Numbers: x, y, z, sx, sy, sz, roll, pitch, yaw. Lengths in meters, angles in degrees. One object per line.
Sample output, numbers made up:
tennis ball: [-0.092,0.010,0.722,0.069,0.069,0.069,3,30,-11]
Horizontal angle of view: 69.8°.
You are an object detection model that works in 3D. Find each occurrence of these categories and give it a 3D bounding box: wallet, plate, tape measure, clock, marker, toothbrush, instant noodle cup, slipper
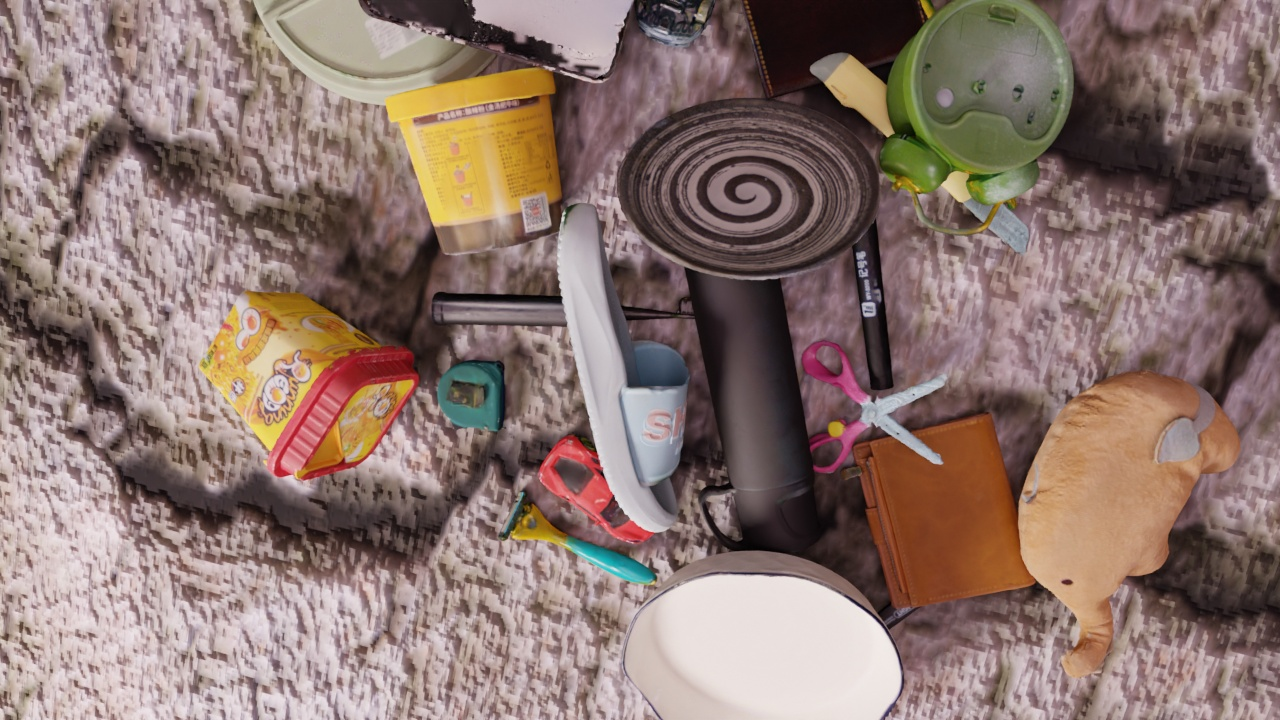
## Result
wallet: [0.220,0.115,0.690,0.119,0.035,0.130,-14,87,13]
plate: [0.091,0.222,0.697,0.205,0.045,0.205,5,123,7]
tape measure: [-0.134,0.028,0.733,0.054,0.025,0.058,3,99,6]
plate: [-0.192,-0.309,0.681,0.230,0.027,0.230,1,100,8]
clock: [0.222,-0.166,0.621,0.116,0.056,0.161,7,93,-11]
wallet: [0.136,-0.250,0.654,0.122,0.020,0.096,-15,97,7]
marker: [0.220,0.182,0.718,0.124,0.015,0.018,-42,90,12]
toothbrush: [-0.055,-0.039,0.711,0.213,0.026,0.027,1,98,4]
plate: [0.073,-0.118,0.634,0.179,0.179,0.024,-1,144,1]
instant noodle cup: [-0.258,0.012,0.708,0.123,0.116,0.116,39,103,12]
instant noodle cup: [-0.110,-0.142,0.658,0.118,0.118,0.114,-9,106,9]
slipper: [-0.004,0.004,0.663,0.074,0.104,0.245,-13,108,4]
marker: [0.173,-0.044,0.682,0.020,0.022,0.132,-7,98,16]

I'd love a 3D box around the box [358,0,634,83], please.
box: [-0.071,-0.331,0.598,0.179,0.133,0.271,13,94,-9]

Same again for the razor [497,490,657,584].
razor: [-0.047,0.151,0.741,0.132,0.028,0.043,23,71,6]

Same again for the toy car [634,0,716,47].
toy car: [0.037,-0.284,0.652,0.054,0.037,0.120,22,92,3]

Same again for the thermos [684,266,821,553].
thermos: [0.074,0.023,0.678,0.090,0.068,0.242,-12,98,-10]

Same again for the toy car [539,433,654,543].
toy car: [-0.030,0.105,0.730,0.106,0.031,0.049,37,103,-2]

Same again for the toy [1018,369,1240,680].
toy: [0.331,0.115,0.656,0.143,0.082,0.226,21,102,-10]

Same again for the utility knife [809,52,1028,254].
utility knife: [0.206,-0.148,0.655,0.208,0.021,0.031,40,101,-3]

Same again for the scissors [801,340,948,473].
scissors: [0.165,0.032,0.676,0.134,0.017,0.131,-33,72,38]
